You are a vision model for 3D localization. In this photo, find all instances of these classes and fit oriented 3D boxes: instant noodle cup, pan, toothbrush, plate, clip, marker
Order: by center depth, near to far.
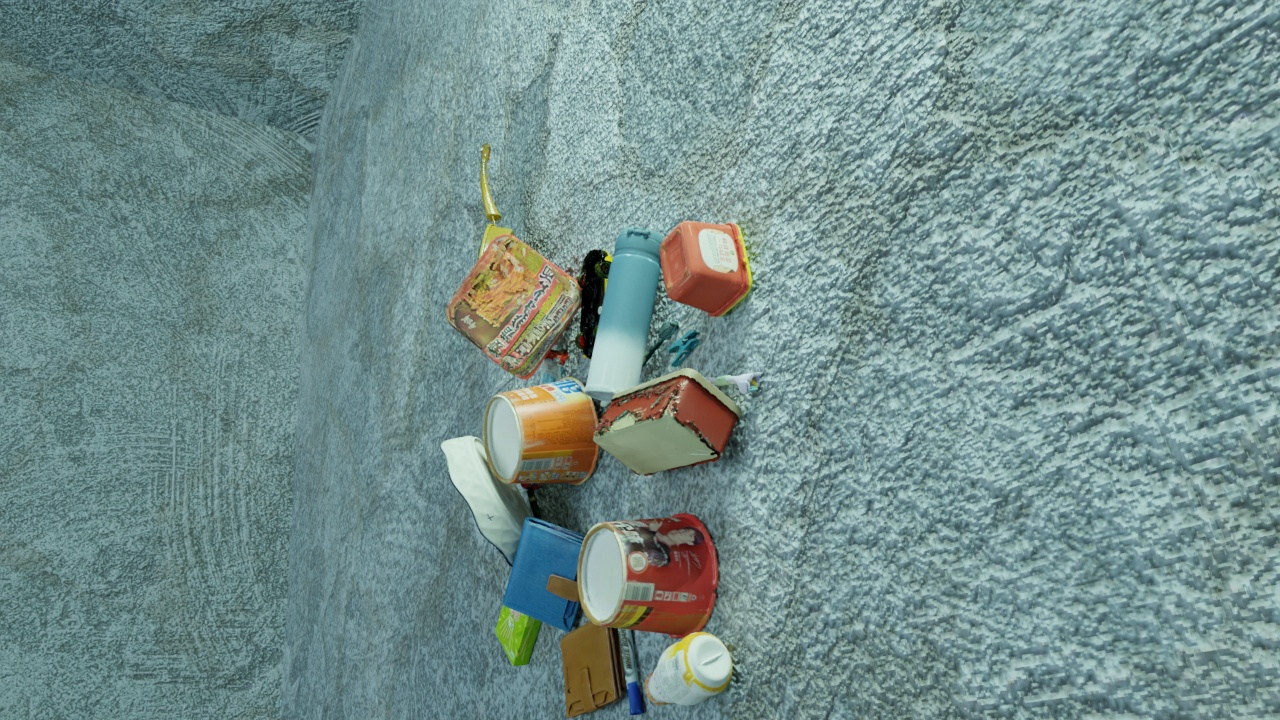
[{"bbox_3d":[0.003,0.231,0.996,0.138,0.108,0.137,-23,63,55],"label":"instant noodle cup"},{"bbox_3d":[0.071,0.028,1.023,0.029,0.021,0.189,-50,19,-23],"label":"toothbrush"},{"bbox_3d":[0.050,-0.016,1.072,0.056,0.014,0.041,-47,45,43],"label":"clip"},{"bbox_3d":[-0.015,0.344,1.089,0.017,0.016,0.145,-45,46,45],"label":"marker"},{"bbox_3d":[-0.007,0.007,1.159,0.192,0.018,0.016,-48,43,42],"label":"toothbrush"},{"bbox_3d":[-0.139,0.100,1.244,0.151,0.111,0.151,9,101,56],"label":"instant noodle cup"},{"bbox_3d":[-0.206,0.191,1.287,0.045,0.205,0.204,-33,40,-2],"label":"plate"},{"bbox_3d":[-0.137,0.253,1.323,0.185,0.017,0.012,-117,29,-47],"label":"toothbrush"},{"bbox_3d":[-0.176,-0.076,1.338,0.189,0.079,0.164,37,92,23],"label":"instant noodle cup"},{"bbox_3d":[-0.247,-0.197,1.505,0.198,0.078,0.356,108,169,-71],"label":"pan"}]

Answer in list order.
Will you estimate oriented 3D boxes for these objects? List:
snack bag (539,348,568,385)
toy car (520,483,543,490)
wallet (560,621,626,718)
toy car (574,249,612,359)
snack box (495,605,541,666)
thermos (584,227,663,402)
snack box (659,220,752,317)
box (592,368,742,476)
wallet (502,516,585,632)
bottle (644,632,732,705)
[{"bbox_3d":[-0.132,0.032,1.353,0.045,0.026,0.105,10,90,21],"label":"snack bag"},{"bbox_3d":[-0.165,0.134,1.371,0.053,0.045,0.120,-27,62,56],"label":"toy car"},{"bbox_3d":[-0.060,0.381,1.144,0.132,0.031,0.107,-43,46,48],"label":"wallet"},{"bbox_3d":[-0.055,-0.075,1.238,0.071,0.041,0.155,-21,66,56],"label":"toy car"},{"bbox_3d":[-0.169,0.355,1.338,0.086,0.026,0.156,42,118,54],"label":"snack box"},{"bbox_3d":[-0.016,-0.057,1.126,0.070,0.070,0.220,-12,64,58],"label":"thermos"},{"bbox_3d":[0.069,-0.104,0.996,0.082,0.080,0.091,-41,48,47],"label":"snack box"},{"bbox_3d":[0.021,0.076,1.000,0.169,0.091,0.078,-23,33,56],"label":"box"},{"bbox_3d":[-0.120,0.284,1.213,0.040,0.106,0.133,-41,-30,-71],"label":"wallet"},{"bbox_3d":[0.045,0.323,0.944,0.109,0.063,0.063,-47,44,44],"label":"bottle"}]
